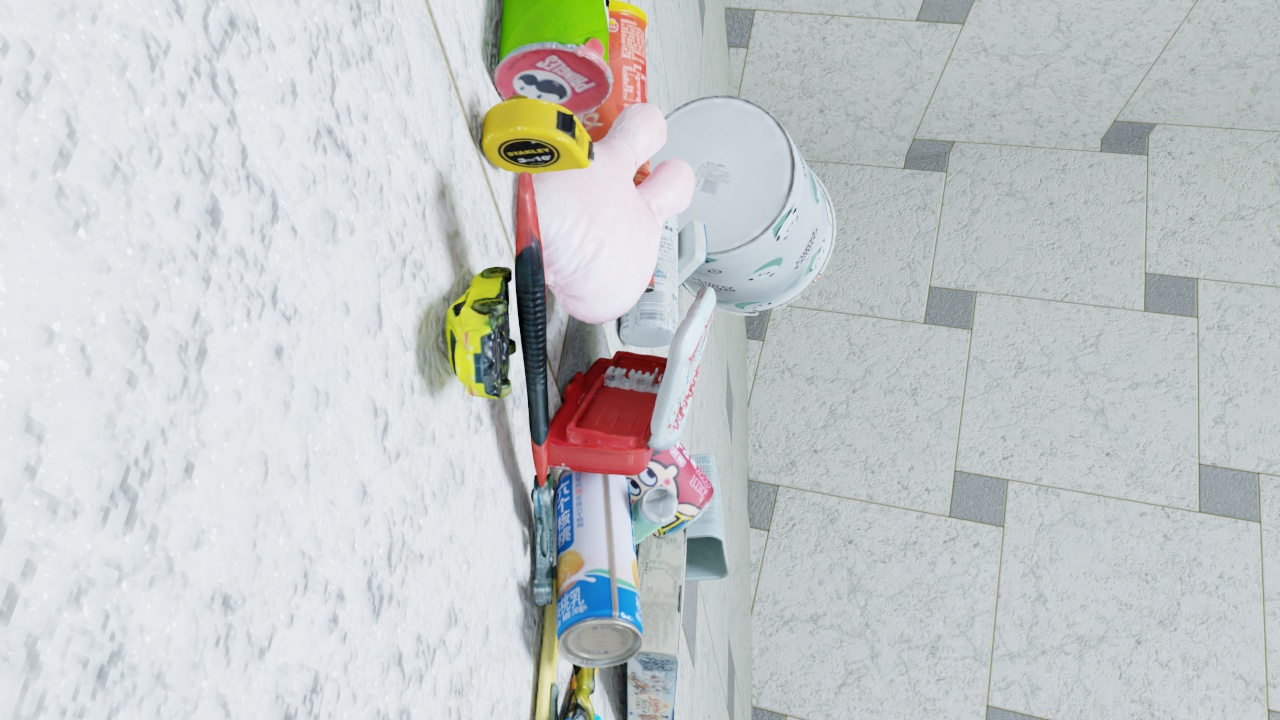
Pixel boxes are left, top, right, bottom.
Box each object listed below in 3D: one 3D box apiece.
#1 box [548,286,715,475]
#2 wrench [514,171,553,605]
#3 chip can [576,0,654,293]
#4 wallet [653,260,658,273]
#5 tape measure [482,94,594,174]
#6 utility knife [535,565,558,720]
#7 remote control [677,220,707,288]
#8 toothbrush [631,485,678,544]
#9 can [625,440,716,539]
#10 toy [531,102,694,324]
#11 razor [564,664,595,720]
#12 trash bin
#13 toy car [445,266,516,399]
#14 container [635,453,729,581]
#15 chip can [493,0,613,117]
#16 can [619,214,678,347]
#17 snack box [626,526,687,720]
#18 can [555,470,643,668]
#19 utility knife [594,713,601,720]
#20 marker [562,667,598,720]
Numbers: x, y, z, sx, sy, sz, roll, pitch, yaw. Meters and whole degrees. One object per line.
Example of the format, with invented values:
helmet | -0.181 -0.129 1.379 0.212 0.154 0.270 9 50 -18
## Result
box | 0.000 0.003 0.679 0.201 0.110 0.100 -60 153 -72
wrench | -0.059 0.027 0.521 0.056 0.016 0.274 -99 -171 -61
chip can | -0.026 -0.159 0.707 0.073 0.073 0.216 2 85 -80
wallet | -0.011 -0.139 0.831 0.129 0.037 0.106 39 33 -81
tape measure | -0.062 -0.131 0.530 0.057 0.060 0.029 41 49 -69
utility knife | -0.061 0.225 0.577 0.031 0.021 0.201 68 27 -61
remote control | 0.032 -0.101 0.982 0.125 0.024 0.049 136 -42 -54
toothbrush | -0.004 0.129 0.716 0.026 0.027 0.225 -45 174 -19
can | 0.010 0.092 0.761 0.094 0.067 0.066 53 17 -8
toy | -0.019 -0.103 0.634 0.159 0.054 0.121 -51 125 -30
razor | -0.041 0.199 0.608 0.142 0.022 0.043 -96 -166 -55
trash bin | 0.113 -0.189 1.119 0.251 0.230 0.229 25 62 -72
toy car | -0.081 -0.016 0.469 0.105 0.032 0.048 -100 -172 -69
container | 0.045 0.165 0.981 0.090 0.090 0.111 76 12 -48
chip can | -0.052 -0.276 0.593 0.072 0.072 0.235 60 28 -68
can | 0.009 -0.089 0.926 0.058 0.058 0.146 62 27 -67
snack box | 0.016 0.228 0.833 0.183 0.046 0.177 90 5 -45
can | -0.029 0.129 0.605 0.134 0.053 0.053 -97 176 -48
utility knife | -0.047 0.282 0.557 0.234 0.018 0.034 -51 153 -81
marker | -0.047 0.245 0.640 0.123 0.015 0.018 -64 155 -65
